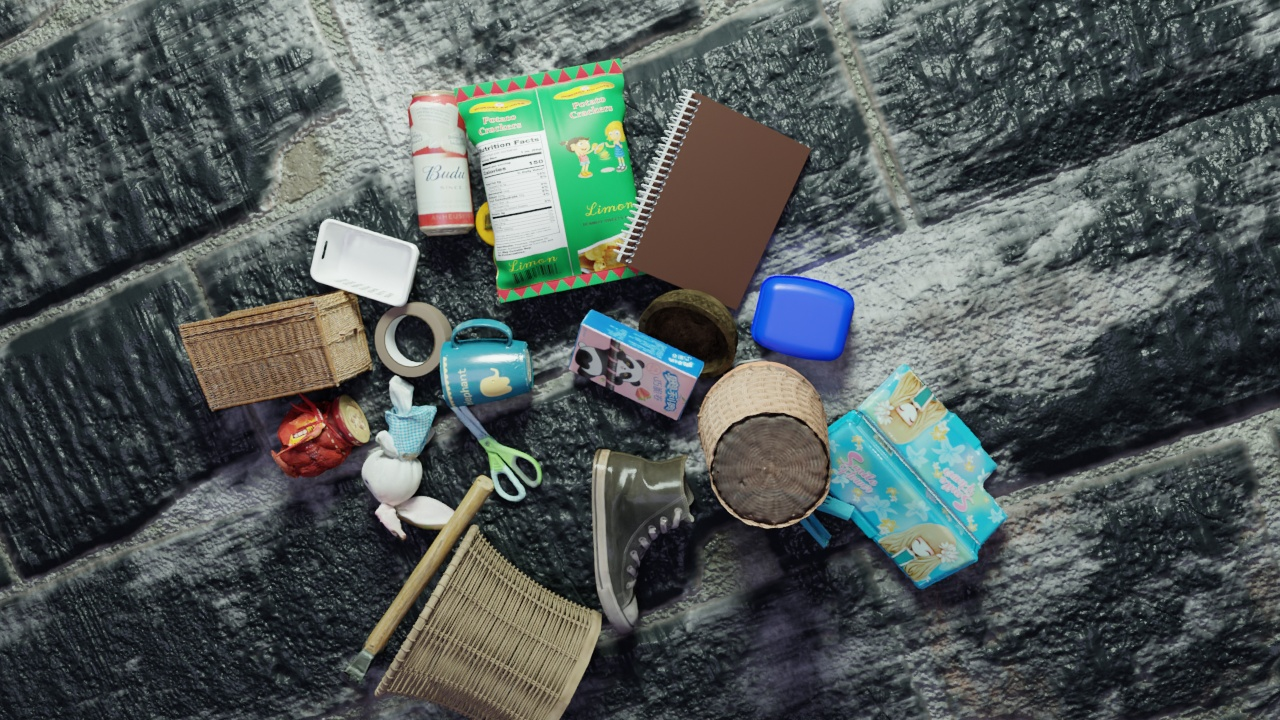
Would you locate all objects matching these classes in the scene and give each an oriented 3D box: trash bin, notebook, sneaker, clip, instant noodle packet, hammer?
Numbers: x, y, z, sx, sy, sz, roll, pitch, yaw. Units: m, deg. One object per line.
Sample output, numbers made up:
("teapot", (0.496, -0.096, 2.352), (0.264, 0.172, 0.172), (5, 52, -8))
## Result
("trash bin", (0.132, 0.090, 0.998), (0.151, 0.210, 0.151), (1, 99, 8))
("notebook", (0.082, -0.185, 1.075), (0.171, 0.022, 0.209), (20, 101, -20))
("sneaker", (0.006, 0.227, 1.144), (0.120, 0.095, 0.234), (-1, 91, 8))
("clip", (0.189, 0.182, 1.136), (0.127, 0.028, 0.114), (42, 125, 4))
("instant noodle packet", (-0.096, -0.211, 1.086), (0.195, 0.090, 0.253), (-12, 99, -4))
("hammer", (-0.283, 0.282, 1.163), (0.033, 0.132, 0.331), (35, 102, -1))

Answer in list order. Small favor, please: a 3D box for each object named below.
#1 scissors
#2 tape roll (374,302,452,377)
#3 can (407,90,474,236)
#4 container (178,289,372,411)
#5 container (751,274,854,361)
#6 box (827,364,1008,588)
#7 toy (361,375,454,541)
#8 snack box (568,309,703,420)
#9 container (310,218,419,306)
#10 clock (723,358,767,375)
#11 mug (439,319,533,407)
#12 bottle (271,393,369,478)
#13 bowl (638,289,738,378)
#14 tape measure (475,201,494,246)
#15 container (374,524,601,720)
("scissors", (-0.195, 0.103, 1.192), (0.072, 0.033, 0.175), (-38, 95, 15))
("tape roll", (-0.290, -0.027, 1.175), (0.094, 0.030, 0.094), (1, 98, 8))
("can", (-0.243, -0.238, 1.120), (0.067, 0.067, 0.170), (-3, 97, 8))
("container", (-0.453, -0.016, 1.158), (0.199, 0.113, 0.113), (-11, 100, 10))
("container", (0.194, -0.049, 1.092), (0.114, 0.058, 0.096), (13, 100, 6))
("box", (0.327, 0.143, 1.099), (0.181, 0.074, 0.227), (-42, 90, 12))
("toy", (-0.316, 0.123, 1.172), (0.106, 0.130, 0.205), (-3, 91, 24))
("snack box", (-0.007, 0.007, 1.117), (0.154, 0.033, 0.088), (26, 138, 4))
("container", (-0.340, -0.124, 1.158), (0.129, 0.049, 0.081), (17, 100, 5))
("clock", (0.144, 0.060, 1.121), (0.087, 0.044, 0.124), (-9, 97, 9))
("mug", (-0.190, 0.000, 1.133), (0.104, 0.084, 0.112), (-5, 123, 0))
("bottle", (-0.418, 0.095, 1.178), (0.111, 0.099, 0.099), (-25, 94, 6))
("bowl", (0.064, -0.041, 1.101), (0.121, 0.056, 0.121), (16, 137, 15))
("tape measure", (-0.174, -0.172, 1.139), (0.059, 0.030, 0.068), (0, 97, 6))
("container", (-0.178, 0.348, 1.124), (0.196, 0.226, 0.227), (30, 101, -4))
